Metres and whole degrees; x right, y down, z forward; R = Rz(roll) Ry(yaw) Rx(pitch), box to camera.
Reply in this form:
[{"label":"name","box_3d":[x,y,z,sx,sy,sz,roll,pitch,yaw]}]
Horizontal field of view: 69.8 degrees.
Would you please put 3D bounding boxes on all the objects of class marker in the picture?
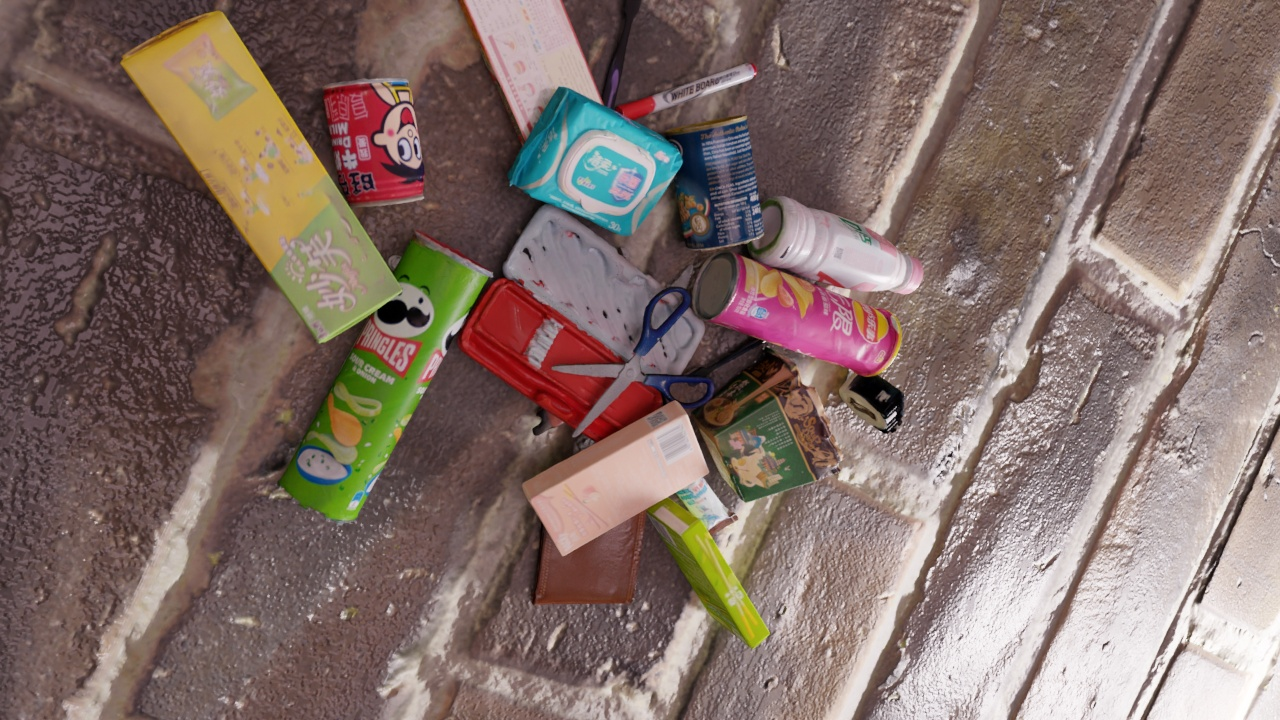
[{"label":"marker","box_3d":[0.044,-0.247,0.842,0.145,0.017,0.017,-24,109,-18]}]

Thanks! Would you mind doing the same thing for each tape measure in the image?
[{"label":"tape measure","box_3d":[0.242,0.041,0.961,0.033,0.066,0.066,-47,150,-10]}]

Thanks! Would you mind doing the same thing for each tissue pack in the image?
[{"label":"tissue pack","box_3d":[-0.039,-0.166,0.774,0.133,0.050,0.093,17,116,-38]}]

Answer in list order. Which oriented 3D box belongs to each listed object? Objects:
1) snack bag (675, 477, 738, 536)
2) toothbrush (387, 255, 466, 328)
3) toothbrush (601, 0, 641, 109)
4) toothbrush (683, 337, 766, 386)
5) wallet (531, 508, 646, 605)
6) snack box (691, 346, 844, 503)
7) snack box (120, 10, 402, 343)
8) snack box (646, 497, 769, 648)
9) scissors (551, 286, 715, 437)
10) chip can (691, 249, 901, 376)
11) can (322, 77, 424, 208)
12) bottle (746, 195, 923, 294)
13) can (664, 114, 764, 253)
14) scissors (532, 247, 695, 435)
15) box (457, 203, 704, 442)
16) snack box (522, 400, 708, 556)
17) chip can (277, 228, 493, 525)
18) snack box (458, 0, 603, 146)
[{"label":"snack bag","box_3d":[0.057,0.136,0.919,0.048,0.026,0.104,-32,112,-3]},{"label":"toothbrush","box_3d":[-0.148,-0.028,0.798,0.016,0.016,0.180,-48,115,-7]},{"label":"toothbrush","box_3d":[-0.027,-0.241,0.816,0.014,0.017,0.189,12,98,-16]},{"label":"toothbrush","box_3d":[0.117,-0.020,0.923,0.180,0.018,0.015,-29,105,-19]},{"label":"wallet","box_3d":[-0.049,0.175,0.877,0.101,0.032,0.124,5,98,-22]},{"label":"snack box","box_3d":[0.117,0.069,0.896,0.105,0.117,0.118,-27,108,-5]},{"label":"snack box","box_3d":[-0.260,-0.127,0.649,0.070,0.158,0.210,-34,112,-11]},{"label":"snack box","box_3d":[0.064,0.207,0.903,0.026,0.086,0.156,-36,112,-15]},{"label":"scissors","box_3d":[0.002,0.004,0.819,0.162,0.012,0.174,29,79,-30]},{"label":"chip can","box_3d":[0.153,-0.043,0.887,0.210,0.071,0.071,16,93,-30]},{"label":"can","box_3d":[-0.206,-0.169,0.716,0.066,0.066,0.094,-12,105,-22]},{"label":"bottle","box_3d":[0.200,-0.106,0.916,0.196,0.068,0.068,13,94,-29]},{"label":"can","box_3d":[0.069,-0.161,0.838,0.075,0.075,0.111,-18,108,-21]},{"label":"scissors","box_3d":[-0.008,0.007,0.869,0.225,0.015,0.189,-45,114,-10]},{"label":"box","box_3d":[-0.047,-0.024,0.819,0.201,0.039,0.157,37,71,-25]},{"label":"snack box","box_3d":[-0.020,0.106,0.823,0.157,0.026,0.084,-28,129,-7]},{"label":"chip can","box_3d":[-0.206,0.014,0.739,0.072,0.072,0.236,28,94,-26]},{"label":"snack box","box_3d":[-0.089,-0.254,0.769,0.077,0.027,0.156,-27,110,-10]}]
